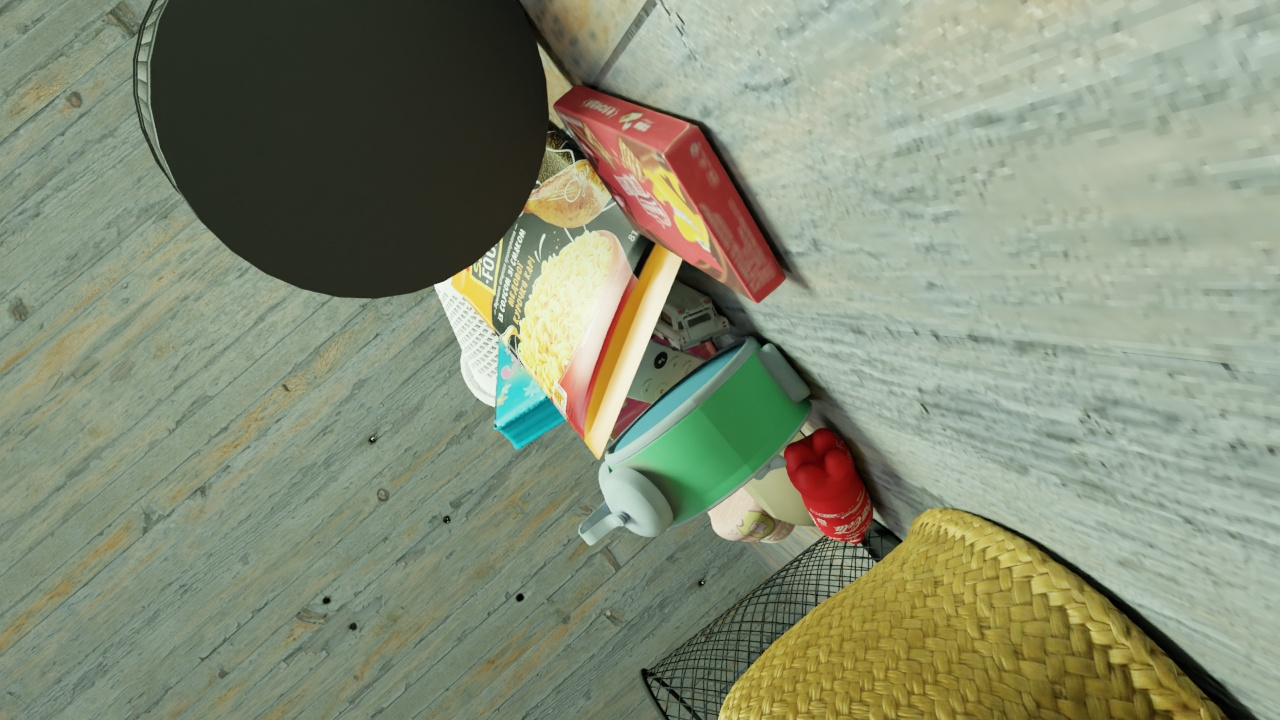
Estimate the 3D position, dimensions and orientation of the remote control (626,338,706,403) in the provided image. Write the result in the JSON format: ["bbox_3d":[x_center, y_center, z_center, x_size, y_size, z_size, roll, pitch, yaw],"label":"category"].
[{"bbox_3d":[0.017,0.011,0.668,0.013,0.043,0.136,30,-173,36],"label":"remote control"}]

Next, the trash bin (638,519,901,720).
[{"bbox_3d":[0.138,0.239,0.699,0.184,0.210,0.184,48,175,5],"label":"trash bin"}]

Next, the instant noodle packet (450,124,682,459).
[{"bbox_3d":[-0.060,-0.064,0.611,0.032,0.160,0.221,-3,-144,-40],"label":"instant noodle packet"}]

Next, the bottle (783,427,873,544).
[{"bbox_3d":[0.131,0.092,0.616,0.042,0.042,0.141,45,174,39],"label":"bottle"}]

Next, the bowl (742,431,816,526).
[{"bbox_3d":[0.100,0.081,0.745,0.152,0.050,0.152,48,175,5],"label":"bowl"}]

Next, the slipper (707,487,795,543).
[{"bbox_3d":[0.119,0.138,0.908,0.081,0.093,0.197,29,177,-2],"label":"slipper"}]

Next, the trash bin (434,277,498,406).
[{"bbox_3d":[-0.153,-0.080,1.069,0.195,0.195,0.200,45,164,41],"label":"trash bin"}]

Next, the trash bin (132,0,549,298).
[{"bbox_3d":[-0.181,-0.152,0.542,0.218,0.217,0.227,51,171,-29],"label":"trash bin"}]

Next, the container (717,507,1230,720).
[{"bbox_3d":[0.184,0.245,0.470,0.307,0.196,0.307,50,176,4],"label":"container"}]

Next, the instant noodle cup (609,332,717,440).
[{"bbox_3d":[-0.004,0.004,0.743,0.097,0.108,0.098,48,176,5],"label":"instant noodle cup"}]

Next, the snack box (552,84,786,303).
[{"bbox_3d":[0.010,-0.084,0.443,0.089,0.021,0.133,53,173,-33],"label":"snack box"}]

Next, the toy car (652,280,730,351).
[{"bbox_3d":[0.021,-0.037,0.640,0.113,0.039,0.039,-140,30,-63],"label":"toy car"}]

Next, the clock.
[{"bbox_3d":[0.028,0.060,0.570,0.075,0.161,0.122,50,176,-3],"label":"clock"}]

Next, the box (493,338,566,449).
[{"bbox_3d":[-0.073,-0.031,0.738,0.041,0.094,0.226,48,-161,-31],"label":"box"}]
